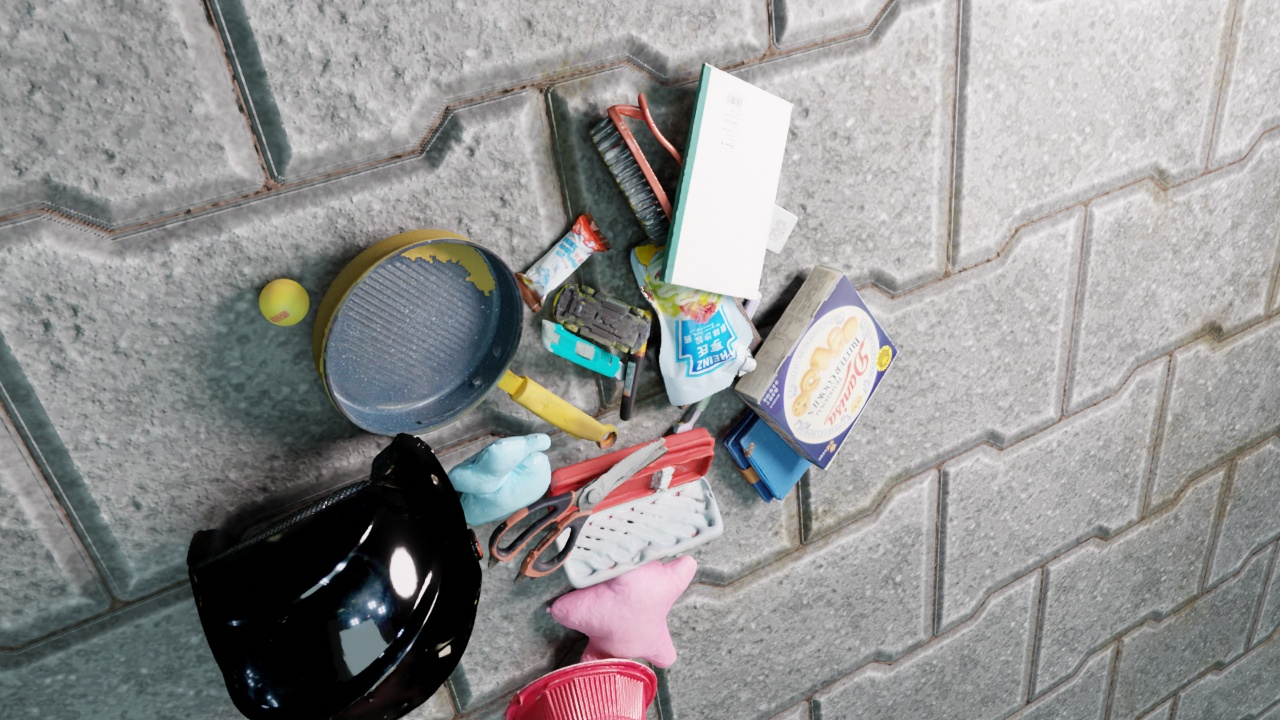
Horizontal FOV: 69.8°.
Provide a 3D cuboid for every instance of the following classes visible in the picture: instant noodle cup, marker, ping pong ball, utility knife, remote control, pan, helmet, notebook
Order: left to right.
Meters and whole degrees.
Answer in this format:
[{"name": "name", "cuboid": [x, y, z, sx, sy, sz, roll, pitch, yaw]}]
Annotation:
[{"name": "ping pong ball", "cuboid": [-0.305, -0.050, 0.785, 0.040, 0.040, 0.040, -13, 119, -24]}, {"name": "helmet", "cuboid": [-0.256, 0.213, 0.818, 0.233, 0.230, 0.275, -25, 155, 3]}, {"name": "pan", "cuboid": [-0.145, 0.012, 0.881, 0.198, 0.078, 0.357, -54, 140, 2]}, {"name": "instant noodle cup", "cuboid": [-0.064, 0.438, 1.110, 0.193, 0.065, 0.194, -11, 136, -11]}, {"name": "utility knife", "cuboid": [-0.051, -0.006, 0.933, 0.179, 0.013, 0.029, 27, 76, -59]}, {"name": "marker", "cuboid": [-0.006, 0.006, 0.988, 0.015, 0.018, 0.124, -1, 106, -51]}, {"name": "notebook", "cuboid": [0.090, -0.171, 0.917, 0.150, 0.012, 0.209, 5, 98, -47]}, {"name": "remote control", "cuboid": [0.114, -0.157, 0.983, 0.124, 0.024, 0.049, 20, 103, -36]}]

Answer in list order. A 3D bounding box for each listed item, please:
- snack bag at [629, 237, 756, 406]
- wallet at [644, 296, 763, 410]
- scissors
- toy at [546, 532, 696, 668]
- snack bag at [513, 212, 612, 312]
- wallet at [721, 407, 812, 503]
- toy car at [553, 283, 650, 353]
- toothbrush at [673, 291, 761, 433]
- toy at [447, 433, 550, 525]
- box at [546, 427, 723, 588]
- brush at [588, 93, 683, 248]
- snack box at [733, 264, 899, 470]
[{"name": "snack bag", "cuboid": [0.059, -0.049, 0.976, 0.110, 0.039, 0.191, -25, 114, -18]}, {"name": "wallet", "cuboid": [0.072, -0.013, 1.022, 0.122, 0.020, 0.096, -36, 118, -6]}, {"name": "scissors", "cuboid": [-0.057, 0.160, 0.975, 0.206, 0.015, 0.192, 0, 112, -26]}, {"name": "toy", "cuboid": [-0.024, 0.290, 1.098, 0.178, 0.074, 0.195, 4, 107, -19]}, {"name": "snack bag", "cuboid": [-0.079, -0.096, 0.901, 0.104, 0.026, 0.048, -40, 113, -8]}, {"name": "wallet", "cuboid": [0.165, 0.105, 1.134, 0.106, 0.040, 0.133, -47, 128, -13]}, {"name": "toy car", "cuboid": [-0.040, -0.043, 0.939, 0.105, 0.032, 0.048, 22, 91, -21]}, {"name": "toothbrush", "cuboid": [0.090, 0.005, 1.054, 0.189, 0.021, 0.029, -62, 164, 8]}, {"name": "toy", "cuboid": [-0.139, 0.122, 0.934, 0.162, 0.049, 0.156, -37, 151, 21]}, {"name": "box", "cuboid": [-0.005, 0.162, 1.043, 0.201, 0.074, 0.155, -15, 111, -21]}, {"name": "brush", "cuboid": [0.008, -0.184, 0.883, 0.069, 0.063, 0.146, -30, 125, 4]}, {"name": "snack box", "cuboid": [0.213, 0.011, 1.083, 0.182, 0.046, 0.177, 42, 79, -42]}]
